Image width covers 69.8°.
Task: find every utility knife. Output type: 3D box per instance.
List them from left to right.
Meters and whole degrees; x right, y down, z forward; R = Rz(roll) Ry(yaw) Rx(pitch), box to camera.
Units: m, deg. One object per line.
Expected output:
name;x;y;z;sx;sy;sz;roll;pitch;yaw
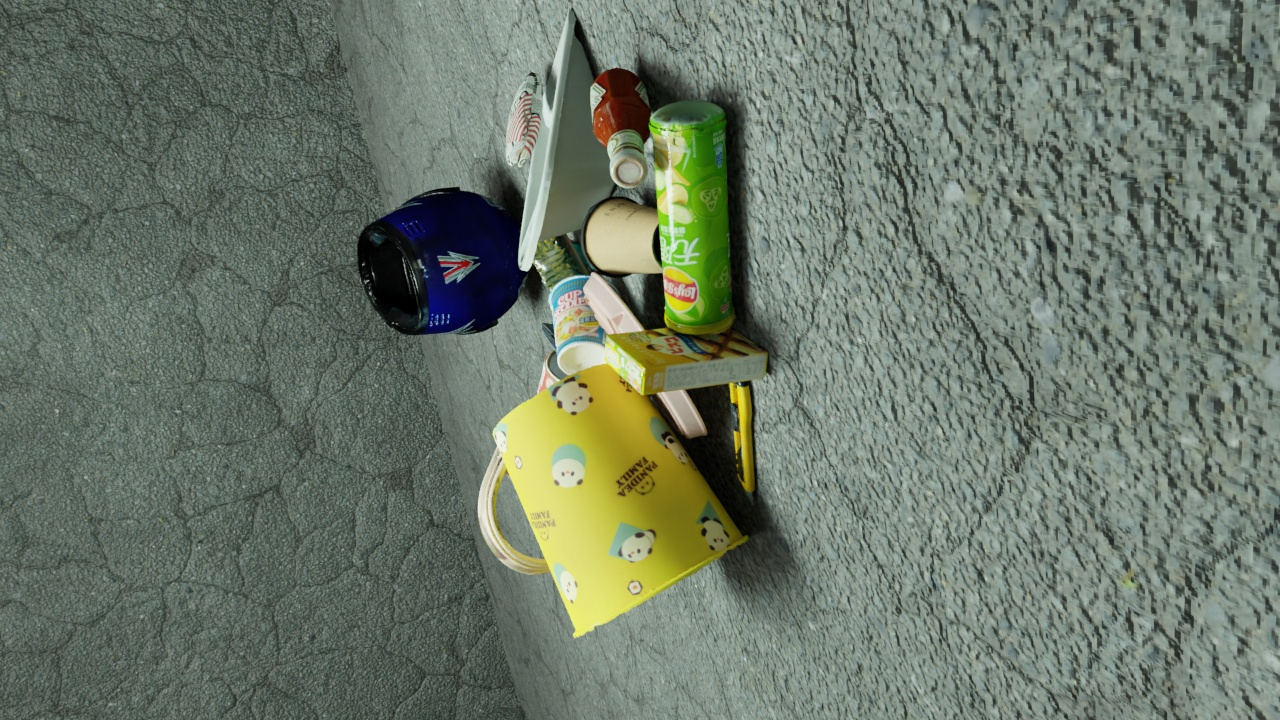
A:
utility knife;-0.070;-0.140;1.273;0.218;0.013;0.029;-145;40;-62
utility knife;0.110;0.084;0.991;0.033;0.015;0.172;-137;34;-58

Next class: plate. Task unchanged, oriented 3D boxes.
plate;0.001;-0.001;1.062;0.229;0.028;0.229;54;175;6

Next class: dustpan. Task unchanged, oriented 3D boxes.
dustpan;-0.124;-0.251;1.140;0.257;0.142;0.223;67;159;10

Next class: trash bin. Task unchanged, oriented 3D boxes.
trash bin;-0.036;0.155;1.078;0.255;0.229;0.230;60;158;11

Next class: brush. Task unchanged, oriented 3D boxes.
brush;-0.100;-0.115;1.288;0.145;0.063;0.073;58;-164;-4

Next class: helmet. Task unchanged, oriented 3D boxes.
helmet;-0.325;-0.168;1.570;0.316;0.239;0.247;5;113;57

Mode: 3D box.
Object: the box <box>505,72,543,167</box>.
box;-0.150;-0.310;1.174;0.068;0.051;0.164;-44;31;34

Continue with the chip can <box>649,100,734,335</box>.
chip can;0.051;-0.135;0.880;0.072;0.072;0.222;43;146;53

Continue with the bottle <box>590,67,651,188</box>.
bottle;-0.017;-0.228;0.900;0.205;0.060;0.060;-97;3;-54

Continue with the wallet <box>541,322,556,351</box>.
wallet;-0.075;-0.018;1.279;0.121;0.097;0.019;48;125;50

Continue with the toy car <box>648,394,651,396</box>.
toy car;-0.007;0.007;1.209;0.090;0.034;0.043;68;156;8

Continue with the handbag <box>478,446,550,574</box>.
handbag;-0.118;0.173;1.188;0.193;0.233;0.094;46;130;-8

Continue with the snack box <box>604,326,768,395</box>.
snack box;0.045;-0.004;0.908;0.087;0.140;0.034;-138;45;-55

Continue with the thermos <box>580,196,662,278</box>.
thermos;-0.001;-0.133;1.004;0.143;0.092;0.093;17;123;57

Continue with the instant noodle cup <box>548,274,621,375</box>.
instant noodle cup;-0.071;-0.039;1.192;0.099;0.099;0.109;96;173;-48

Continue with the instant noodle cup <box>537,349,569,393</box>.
instant noodle cup;-0.089;0.050;1.322;0.138;0.137;0.109;52;144;43
